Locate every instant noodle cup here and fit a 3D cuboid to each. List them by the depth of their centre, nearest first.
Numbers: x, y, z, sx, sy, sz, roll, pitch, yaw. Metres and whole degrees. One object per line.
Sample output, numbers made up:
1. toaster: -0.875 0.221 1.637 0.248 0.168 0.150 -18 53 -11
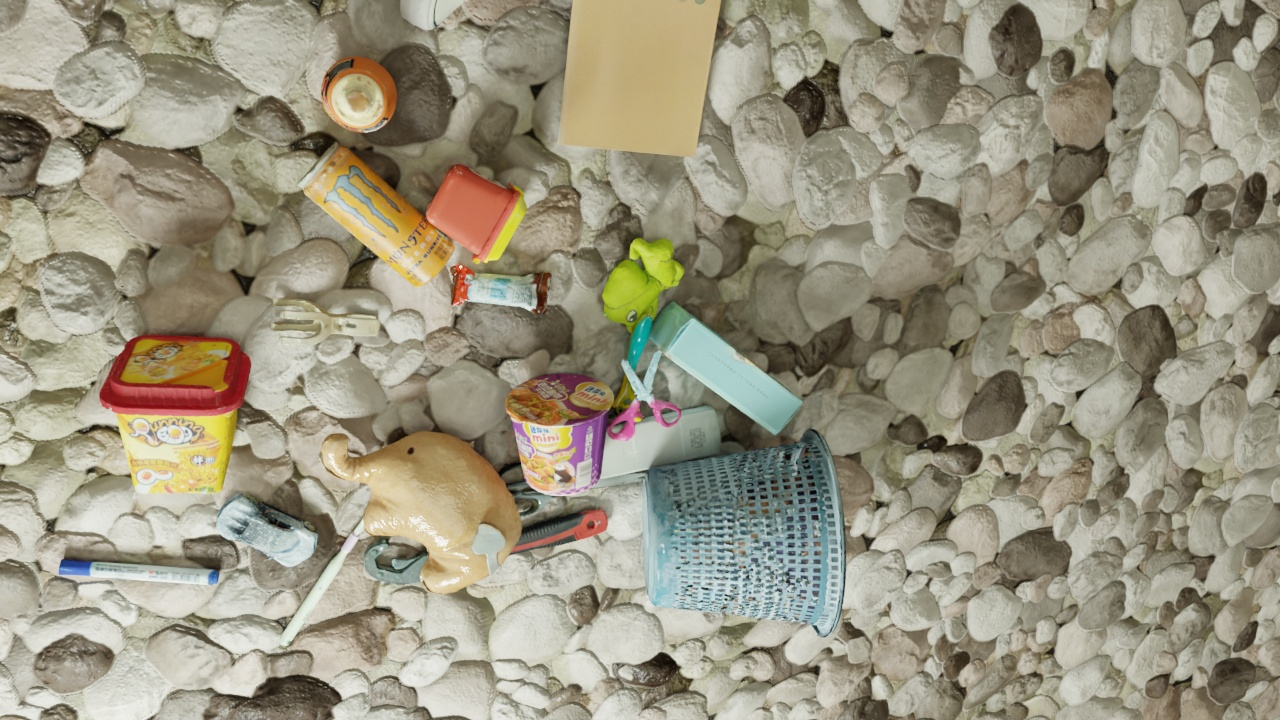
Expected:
1. instant noodle cup: -0.429 0.053 0.857 0.116 0.116 0.124 2 119 -17
2. instant noodle cup: -0.084 0.080 0.968 0.111 0.111 0.099 -7 119 -14

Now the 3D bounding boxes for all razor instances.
1. razor: -0.006 0.006 0.994 0.043 0.028 0.133 2 119 -20

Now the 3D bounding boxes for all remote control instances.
1. remote control: 0.017 0.091 1.039 0.150 0.021 0.058 -10 103 -13

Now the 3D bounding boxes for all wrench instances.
1. wrench: -0.169 0.207 1.030 0.273 0.016 0.056 -8 111 -13

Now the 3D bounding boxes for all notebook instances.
1. notebook: 0.001 -0.307 0.894 0.147 0.008 0.208 1 115 -17

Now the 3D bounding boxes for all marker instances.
1. marker: -0.508 0.216 0.934 0.145 0.017 0.017 9 105 -19

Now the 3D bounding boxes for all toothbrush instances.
1. toothbrush: -0.335 0.234 0.989 0.020 0.029 0.189 39 97 19

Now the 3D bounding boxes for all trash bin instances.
1. trash bin: 0.102 0.189 1.010 0.195 0.226 0.227 -1 109 -3

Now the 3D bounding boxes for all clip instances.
1. clip: -0.317 -0.040 0.899 0.102 0.095 0.035 -13 116 -54

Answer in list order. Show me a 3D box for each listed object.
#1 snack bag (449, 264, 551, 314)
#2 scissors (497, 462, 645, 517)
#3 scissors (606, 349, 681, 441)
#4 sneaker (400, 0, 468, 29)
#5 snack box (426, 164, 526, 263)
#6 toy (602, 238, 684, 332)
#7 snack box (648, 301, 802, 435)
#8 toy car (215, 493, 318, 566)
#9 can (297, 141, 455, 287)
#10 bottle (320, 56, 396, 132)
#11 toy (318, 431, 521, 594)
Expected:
1. snack bag: -0.143 -0.073 0.936 0.105 0.026 0.045 4 98 -18
2. scissors: -0.078 0.149 1.040 0.175 0.014 0.133 30 97 -26
3. scissors: 0.011 0.038 0.978 0.108 0.017 0.136 1 132 -22
4. sneaker: -0.112 -0.378 0.802 0.088 0.118 0.241 39 89 -3
5. snack box: -0.159 -0.142 0.875 0.080 0.091 0.082 28 98 -16
6. toy: -0.001 -0.081 0.971 0.100 0.031 0.097 -30 122 -7
7. snack box: 0.092 0.008 1.005 0.175 0.074 0.051 36 96 -24
8. toy car: -0.385 0.178 0.949 0.105 0.031 0.049 33 97 -24
9. can: -0.247 -0.136 0.867 0.058 0.058 0.146 -46 114 2
10. bottle: -0.242 -0.226 0.788 0.066 0.149 0.067 -5 109 -14
11. toy: -0.223 0.137 0.955 0.143 0.082 0.226 -45 105 -13
